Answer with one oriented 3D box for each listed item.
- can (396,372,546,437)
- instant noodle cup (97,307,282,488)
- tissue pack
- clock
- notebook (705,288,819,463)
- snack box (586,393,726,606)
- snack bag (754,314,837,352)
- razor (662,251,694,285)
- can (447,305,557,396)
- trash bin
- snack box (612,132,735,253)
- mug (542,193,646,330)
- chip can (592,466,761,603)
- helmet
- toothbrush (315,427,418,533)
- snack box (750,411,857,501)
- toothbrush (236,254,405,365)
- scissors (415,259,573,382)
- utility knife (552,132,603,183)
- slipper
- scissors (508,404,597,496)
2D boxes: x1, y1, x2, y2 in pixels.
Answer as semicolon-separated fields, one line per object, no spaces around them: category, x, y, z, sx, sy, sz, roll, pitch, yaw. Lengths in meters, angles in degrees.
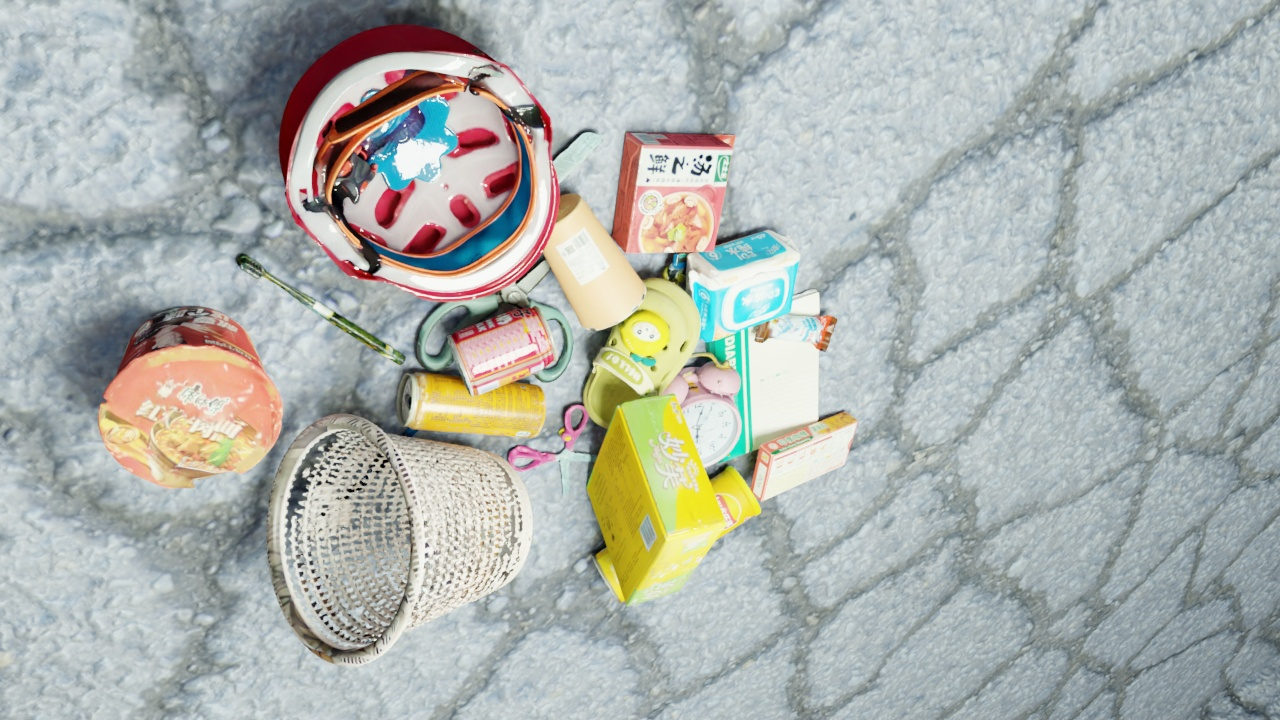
can;-0.173;0.047;0.950;0.145;0.058;0.058;7;115;-30
instant noodle cup;-0.388;0.022;0.795;0.137;0.108;0.138;-13;124;-20
tissue pack;0.109;-0.079;1.001;0.139;0.063;0.090;-19;134;-23
clock;0.061;0.056;1.066;0.117;0.059;0.159;-12;124;-12
notebook;0.153;0.024;1.130;0.150;0.012;0.209;-18;126;-15
snack box;0.010;0.155;1.000;0.070;0.157;0.211;-11;151;-20
snack bag;0.183;-0.037;1.081;0.104;0.026;0.048;8;104;-30
razor;0.027;-0.055;1.011;0.042;0.022;0.143;-17;128;-53
can;-0.135;-0.011;0.906;0.093;0.066;0.067;-22;126;-13
trash bin;-0.221;0.166;0.906;0.191;0.227;0.228;4;119;-54
snack box;0.042;-0.170;0.934;0.127;0.044;0.113;-5;121;-24
mug;-0.056;-0.100;0.912;0.078;0.078;0.123;-35;124;-4
chip can;0.045;0.218;1.157;0.213;0.072;0.072;-32;128;-6
helmet;-0.185;-0.170;0.762;0.207;0.144;0.240;-39;142;0
toothbrush;-0.279;0.116;0.967;0.189;0.016;0.014;-45;133;3
snack box;0.212;0.123;1.186;0.155;0.027;0.077;-17;130;-33
toothbrush;-0.294;-0.043;0.860;0.012;0.017;0.185;-49;128;4
scissors;-0.151;-0.029;0.942;0.179;0.019;0.170;-24;128;-11
utility knife;-0.117;-0.145;0.884;0.213;0.022;0.031;-42;109;9
slipper;-0.006;0.006;0.975;0.091;0.081;0.191;30;117;3
scissors;-0.093;0.109;1.057;0.135;0.017;0.134;-12;127;-23
